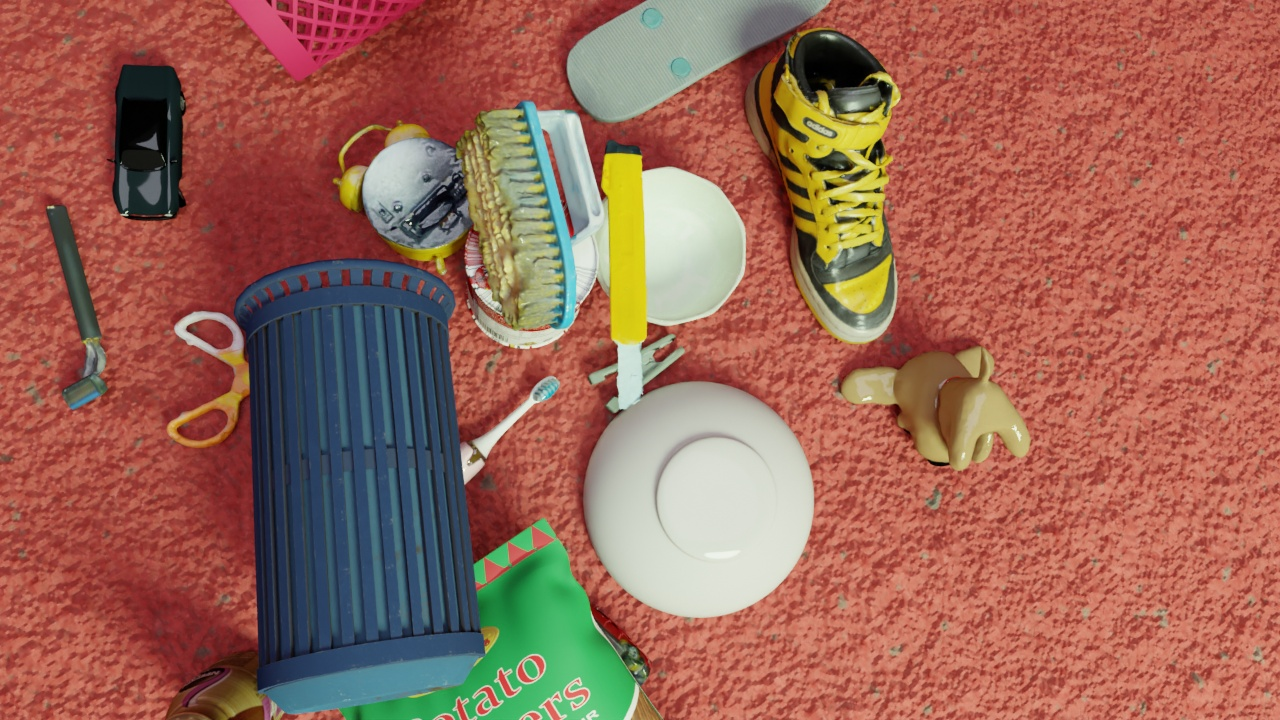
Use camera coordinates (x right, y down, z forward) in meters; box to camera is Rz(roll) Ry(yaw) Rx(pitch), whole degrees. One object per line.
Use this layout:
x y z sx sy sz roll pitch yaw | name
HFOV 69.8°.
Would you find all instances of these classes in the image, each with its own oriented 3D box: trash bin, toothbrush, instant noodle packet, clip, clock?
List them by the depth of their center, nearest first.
-0.173 0.079 0.569 0.139 0.139 0.249 -7 70 -10 | trash bin
-0.073 0.262 0.607 0.196 0.090 0.252 -34 87 7 | instant noodle packet
-0.143 0.086 0.660 0.222 0.026 0.027 -42 115 -12 | toothbrush
-0.167 -0.124 0.666 0.119 0.057 0.083 44 79 -2 | clock
-0.007 0.001 0.696 0.050 0.023 0.078 42 80 -4 | clip

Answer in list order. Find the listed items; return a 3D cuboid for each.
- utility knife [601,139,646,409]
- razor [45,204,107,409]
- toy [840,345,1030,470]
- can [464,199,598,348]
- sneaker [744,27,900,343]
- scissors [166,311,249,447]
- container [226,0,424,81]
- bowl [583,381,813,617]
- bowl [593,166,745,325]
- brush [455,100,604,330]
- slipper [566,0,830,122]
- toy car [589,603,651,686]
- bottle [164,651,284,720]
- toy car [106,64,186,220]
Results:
-0.011 -0.061 0.642 0.030 0.018 0.191 -1 80 -5 | utility knife
-0.391 -0.040 0.639 0.043 0.022 0.144 -19 80 28 | razor
0.237 0.035 0.695 0.134 0.108 0.106 -11 101 -11 | toy
-0.079 -0.059 0.643 0.086 0.116 0.086 1 83 -10 | can
0.153 -0.135 0.689 0.086 0.122 0.238 -19 85 -10 | sneaker
-0.282 0.009 0.654 0.125 0.011 0.128 -30 89 -17 | scissors
-0.195 -0.316 0.636 0.225 0.183 0.183 -40 91 -4 | container
0.049 0.101 0.670 0.176 0.066 0.176 1 83 -9 | bowl
0.016 -0.080 0.690 0.117 0.061 0.117 1 83 -10 | bowl
-0.059 -0.086 0.563 0.075 0.055 0.136 -11 85 -33 | brush
0.062 -0.277 0.735 0.269 0.055 0.098 -37 93 -1 | slipper
-0.033 0.201 0.655 0.091 0.036 0.042 40 108 -4 | toy car
-0.258 0.219 0.552 0.059 0.166 0.059 1 83 -10 | bottle
-0.349 -0.156 0.651 0.046 0.034 0.112 -1 83 -10 | toy car
